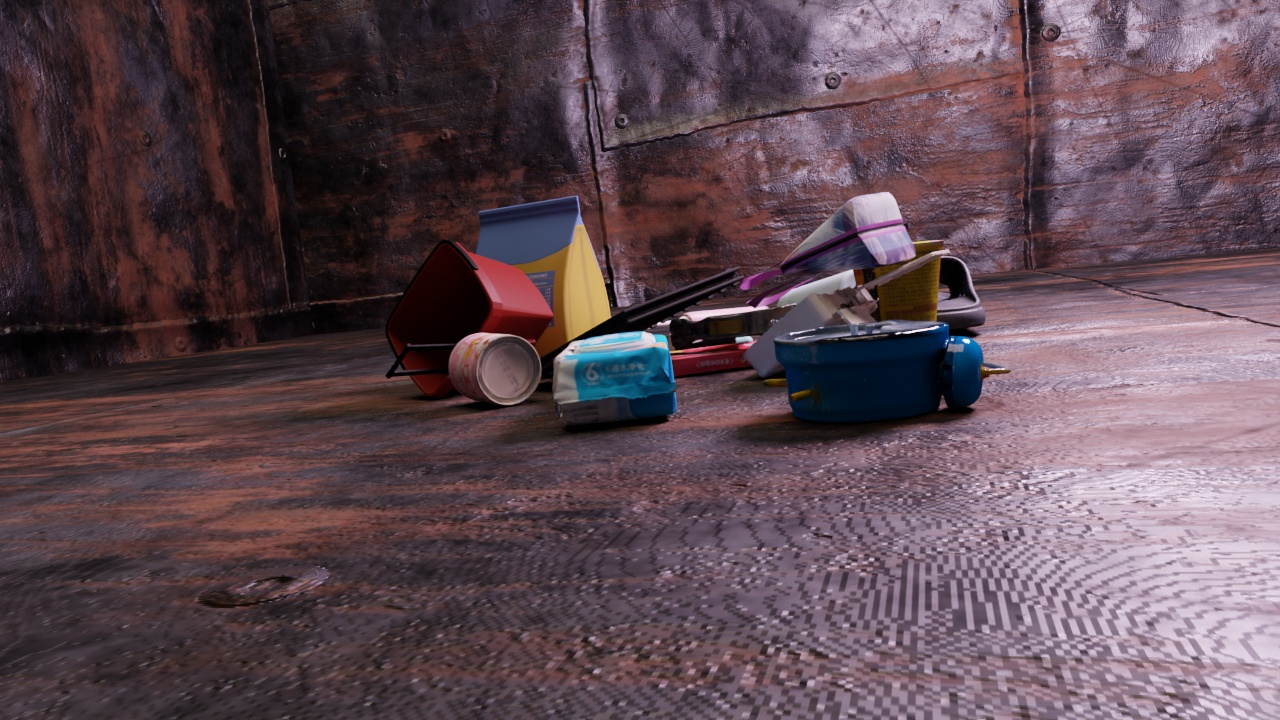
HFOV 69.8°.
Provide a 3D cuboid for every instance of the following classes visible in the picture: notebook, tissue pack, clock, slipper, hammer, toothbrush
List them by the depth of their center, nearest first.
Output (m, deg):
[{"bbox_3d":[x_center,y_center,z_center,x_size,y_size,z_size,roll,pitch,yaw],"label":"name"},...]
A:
[{"bbox_3d":[0.170,0.004,0.632,0.161,0.060,0.117,-4,5,-1],"label":"clock"},{"bbox_3d":[-0.020,0.012,0.731,0.093,0.062,0.144,-6,5,1],"label":"tissue pack"},{"bbox_3d":[-0.019,-0.032,0.946,0.168,0.019,0.232,-24,-1,-39],"label":"notebook"},{"bbox_3d":[0.145,-0.040,1.090,0.130,0.032,0.318,-8,-2,21],"label":"hammer"},{"bbox_3d":[0.360,-0.085,1.149,0.111,0.083,0.267,-6,8,9],"label":"slipper"},{"bbox_3d":[0.080,-0.050,1.161,0.222,0.027,0.027,-7,-22,-38],"label":"toothbrush"}]

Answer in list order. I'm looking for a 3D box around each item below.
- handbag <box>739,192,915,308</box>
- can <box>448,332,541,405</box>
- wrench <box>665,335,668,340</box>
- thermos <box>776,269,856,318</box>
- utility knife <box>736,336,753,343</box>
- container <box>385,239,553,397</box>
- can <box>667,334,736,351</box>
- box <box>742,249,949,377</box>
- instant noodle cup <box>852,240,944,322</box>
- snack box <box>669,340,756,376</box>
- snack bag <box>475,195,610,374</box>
[{"bbox_3d":[0.171,-0.096,0.896,0.170,0.068,0.144,-26,-6,43],"label":"handbag"},{"bbox_3d":[-0.140,0.008,0.874,0.067,0.067,0.076,-9,7,-30],"label":"can"},{"bbox_3d":[-0.014,-0.020,1.209,0.273,0.022,0.073,-7,-10,7],"label":"wrench"},{"bbox_3d":[0.247,-0.076,1.226,0.077,0.065,0.207,-29,4,-15],"label":"thermos"},{"bbox_3d":[0.067,-0.017,1.180,0.158,0.015,0.022,-6,-17,6],"label":"utility knife"},{"bbox_3d":[-0.204,-0.040,0.961,0.148,0.127,0.200,-50,-28,23],"label":"container"},{"bbox_3d":[0.076,-0.022,1.134,0.080,0.031,0.031,-7,6,-13],"label":"can"},{"bbox_3d":[0.205,-0.025,0.862,0.187,0.101,0.144,-27,-6,35],"label":"box"},{"bbox_3d":[0.275,-0.068,0.976,0.100,0.112,0.100,-6,6,1],"label":"instant noodle cup"},{"bbox_3d":[0.081,-0.003,0.984,0.133,0.021,0.089,-7,5,-13],"label":"snack box"},{"bbox_3d":[-0.127,-0.087,1.115,0.159,0.205,0.102,-2,7,32],"label":"snack bag"}]
